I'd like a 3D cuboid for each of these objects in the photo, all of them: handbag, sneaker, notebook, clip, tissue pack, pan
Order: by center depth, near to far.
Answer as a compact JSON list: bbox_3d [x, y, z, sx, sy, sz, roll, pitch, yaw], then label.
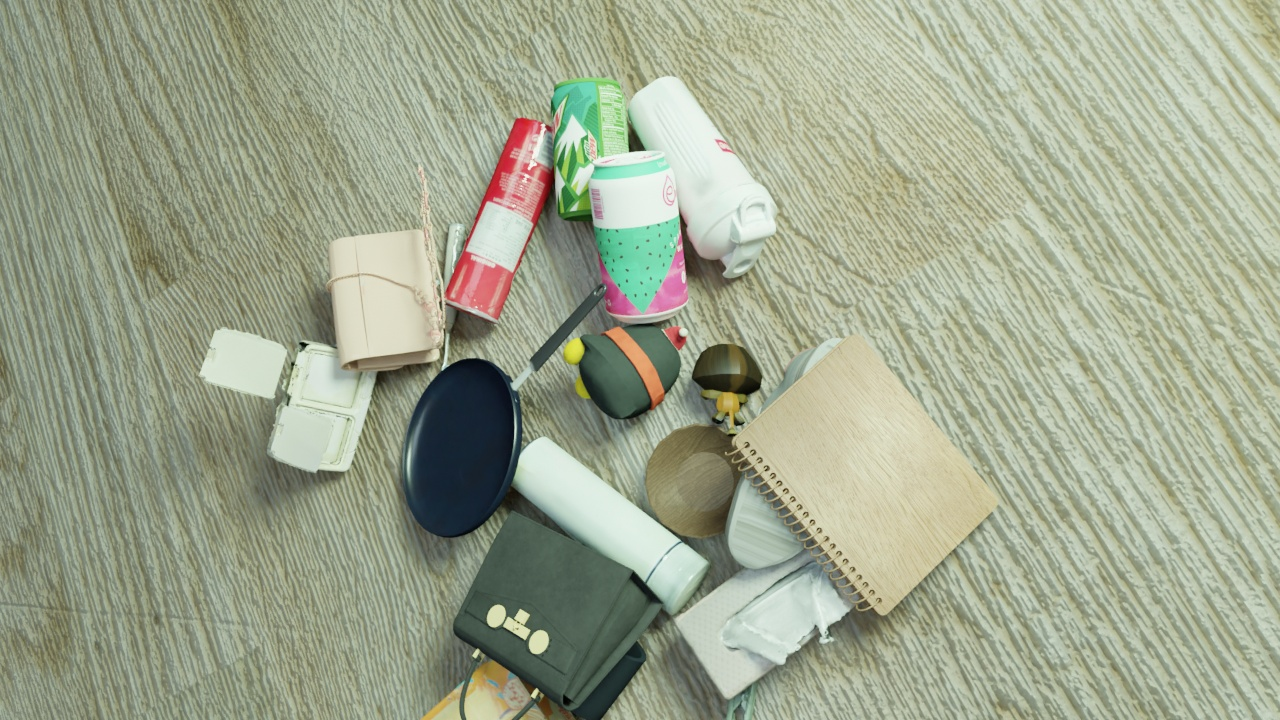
[{"bbox_3d":[0.204,0.107,0.848,0.169,0.022,0.210,-41,92,-10],"label":"notebook"},{"bbox_3d":[0.131,0.238,0.877,0.181,0.071,0.104,-34,71,-3],"label":"tissue pack"},{"bbox_3d":[-0.108,0.271,0.893,0.176,0.072,0.195,16,62,41],"label":"handbag"},{"bbox_3d":[0.145,0.090,0.899,0.099,0.089,0.236,29,82,-6],"label":"sneaker"},{"bbox_3d":[0.101,0.329,0.905,0.047,0.023,0.076,8,81,21],"label":"clip"},{"bbox_3d":[-0.147,0.044,0.982,0.357,0.021,0.198,-46,51,24],"label":"pan"},{"bbox_3d":[-0.287,-0.099,1.011,0.116,0.188,0.198,-6,72,-16],"label":"handbag"}]

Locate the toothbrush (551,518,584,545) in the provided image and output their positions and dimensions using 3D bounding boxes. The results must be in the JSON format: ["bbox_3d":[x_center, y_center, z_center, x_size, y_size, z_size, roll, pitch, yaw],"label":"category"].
[{"bbox_3d":[-0.061,0.196,0.986,0.187,0.017,0.012,39,91,21],"label":"toothbrush"}]

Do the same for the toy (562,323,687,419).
[{"bbox_3d":[-0.006,0.006,0.965,0.119,0.098,0.099,-33,54,-14],"label":"toy"}]

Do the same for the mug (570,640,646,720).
[{"bbox_3d":[-0.054,0.303,0.942,0.077,0.071,0.105,-54,47,3],"label":"mug"}]

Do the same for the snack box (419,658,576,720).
[{"bbox_3d":[-0.124,0.413,0.934,0.145,0.080,0.195,-42,70,6],"label":"snack box"}]

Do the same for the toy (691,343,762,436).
[{"bbox_3d":[0.090,0.032,0.942,0.076,0.063,0.100,8,64,-16],"label":"toy"}]

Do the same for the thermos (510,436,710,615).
[{"bbox_3d":[-0.036,0.169,0.956,0.230,0.068,0.068,35,92,20],"label":"thermos"}]

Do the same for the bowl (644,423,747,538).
[{"bbox_3d":[0.064,0.125,0.949,0.118,0.030,0.117,-3,79,18],"label":"bowl"}]

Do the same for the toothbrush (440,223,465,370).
[{"bbox_3d":[-0.226,-0.072,1.087,0.024,0.022,0.185,-4,77,34],"label":"toothbrush"}]

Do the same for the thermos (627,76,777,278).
[{"bbox_3d":[0.064,-0.201,0.976,0.099,0.099,0.220,-33,68,10],"label":"thermos"}]

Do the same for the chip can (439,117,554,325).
[{"bbox_3d":[-0.154,-0.161,1.053,0.073,0.073,0.233,20,86,21],"label":"chip can"}]

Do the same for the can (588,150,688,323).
[{"bbox_3d":[-0.002,-0.127,0.949,0.088,0.088,0.166,-1,111,18],"label":"can"}]

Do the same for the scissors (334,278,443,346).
[{"bbox_3d":[-0.317,-0.048,1.120,0.172,0.014,0.158,18,85,17],"label":"scissors"}]

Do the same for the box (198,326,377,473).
[{"bbox_3d":[-0.382,0.050,1.013,0.101,0.194,0.143,13,89,50],"label":"box"}]

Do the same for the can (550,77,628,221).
[{"bbox_3d":[-0.054,-0.229,1.010,0.083,0.083,0.144,-3,93,18],"label":"can"}]
